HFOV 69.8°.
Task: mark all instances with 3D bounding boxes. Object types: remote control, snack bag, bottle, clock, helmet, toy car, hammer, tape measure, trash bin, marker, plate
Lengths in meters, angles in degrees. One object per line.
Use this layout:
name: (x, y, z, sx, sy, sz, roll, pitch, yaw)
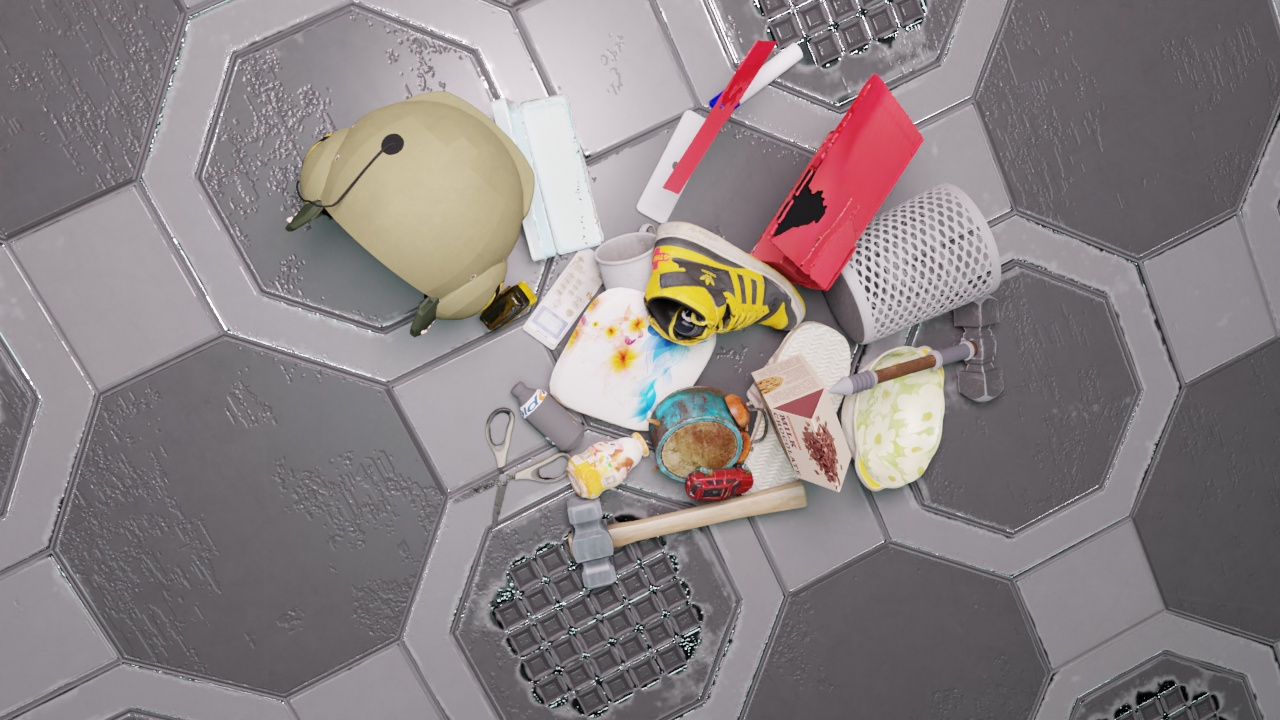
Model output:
remote control: (0.046, -0.251, 1.194, 0.045, 0.008, 0.146, 27, 93, -11)
snack bag: (0.199, 0.075, 1.109, 0.070, 0.206, 0.094, -22, 107, 4)
bottle: (-0.042, 0.136, 1.210, 0.109, 0.063, 0.063, -28, 102, -19)
clock: (0.089, 0.091, 1.203, 0.157, 0.073, 0.121, -9, 128, -3)
helmet: (-0.238, -0.175, 1.024, 0.250, 0.255, 0.233, 42, 93, -13)
toy car: (0.103, 0.159, 1.190, 0.091, 0.036, 0.042, -5, 133, -18)
hammer: (0.064, 0.213, 1.231, 0.323, 0.051, 0.117, -12, 102, -3)
remote control: (-0.094, -0.082, 1.195, 0.050, 0.011, 0.136, 36, 91, -12)
hammer: (0.358, 0.007, 1.194, 0.321, 0.043, 0.156, -13, 101, -33)
tape measure: (-0.166, -0.072, 1.159, 0.066, 0.064, 0.037, -35, 95, 30)
trash bin: (0.338, -0.120, 1.187, 0.183, 0.156, 0.156, -25, 101, -2)
marker: (0.150, -0.363, 1.187, 0.133, 0.023, 0.027, -37, 80, -2)
plate: (-0.007, 0.007, 1.173, 0.186, 0.016, 0.187, 20, 114, -25)
bottle: (-0.122, 0.071, 1.195, 0.112, 0.047, 0.047, 44, 89, -12)

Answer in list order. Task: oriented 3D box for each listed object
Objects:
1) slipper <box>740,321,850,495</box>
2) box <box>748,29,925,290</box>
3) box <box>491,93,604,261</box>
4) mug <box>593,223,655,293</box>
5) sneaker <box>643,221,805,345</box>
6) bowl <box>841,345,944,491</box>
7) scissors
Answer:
slipper: (0.198, 0.070, 1.244, 0.115, 0.052, 0.263, 17, 106, -7)
box: (0.232, -0.193, 1.050, 0.124, 0.378, 0.211, 34, 92, 5)
box: (-0.116, -0.228, 1.137, 0.122, 0.078, 0.197, -18, 99, -25)
mug: (-0.004, -0.123, 1.170, 0.084, 0.112, 0.070, 4, 125, 30)
sneaker: (0.104, -0.064, 1.129, 0.238, 0.086, 0.122, 29, 66, -26)
bowl: (0.329, 0.074, 1.237, 0.188, 0.060, 0.218, 49, 64, -28)
scissors: (-0.173, 0.140, 1.213, 0.170, 0.012, 0.157, -15, 98, -8)
